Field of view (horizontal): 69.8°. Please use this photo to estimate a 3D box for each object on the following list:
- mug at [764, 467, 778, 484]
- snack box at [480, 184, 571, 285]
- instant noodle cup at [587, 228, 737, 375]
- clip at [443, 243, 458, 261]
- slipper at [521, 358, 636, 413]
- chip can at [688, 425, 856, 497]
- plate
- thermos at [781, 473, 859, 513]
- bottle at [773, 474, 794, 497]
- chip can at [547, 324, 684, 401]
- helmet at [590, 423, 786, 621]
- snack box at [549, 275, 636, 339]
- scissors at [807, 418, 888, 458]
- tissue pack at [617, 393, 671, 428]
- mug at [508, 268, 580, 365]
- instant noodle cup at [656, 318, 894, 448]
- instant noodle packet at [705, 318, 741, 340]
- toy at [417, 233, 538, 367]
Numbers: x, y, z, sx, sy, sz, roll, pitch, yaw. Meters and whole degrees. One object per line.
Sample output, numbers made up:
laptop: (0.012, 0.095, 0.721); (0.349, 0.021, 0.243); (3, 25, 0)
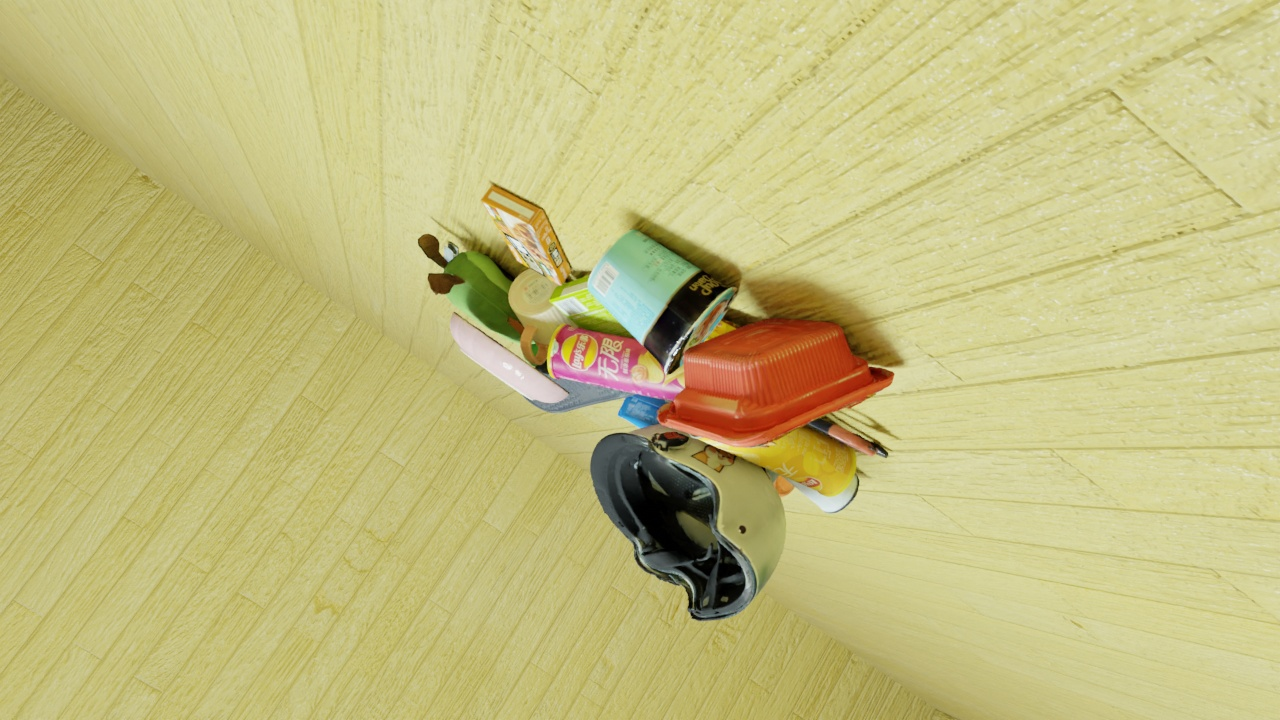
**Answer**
mug: (0.140, 0.127, 1.275); (0.124, 0.103, 0.084); (30, 167, 10)
snack box: (-0.134, -0.148, 1.101); (0.075, 0.026, 0.154); (29, 166, 18)
instant noodle cup: (0.016, -0.065, 0.908); (0.120, 0.111, 0.111); (40, 168, 10)
clip: (-0.293, -0.167, 1.421); (0.026, 0.042, 0.058); (34, 164, 2)
slipper: (-0.072, 0.003, 1.343); (0.269, 0.083, 0.110); (-21, 128, 42)
chip can: (0.159, 0.097, 1.097); (0.213, 0.072, 0.072); (25, 172, -27)
plate: (-0.185, 0.004, 1.247); (0.192, 0.039, 0.192); (35, 175, 3)
thermos: (0.187, 0.112, 1.198); (0.224, 0.073, 0.073); (39, 166, -22)
bottle: (0.174, 0.157, 1.408); (0.067, 0.066, 0.149); (43, 170, -37)
chip can: (-0.007, 0.007, 1.146); (0.211, 0.071, 0.071); (11, 160, 17)
helmet: (0.078, 0.179, 1.162); (0.274, 0.156, 0.230); (38, 140, 35)
snack box: (-0.034, -0.047, 1.175); (0.156, 0.026, 0.086); (41, 146, -28)
scissors: (0.185, 0.063, 1.053); (0.201, 0.015, 0.206); (26, 180, -39)
tissue pack: (0.038, 0.064, 1.309); (0.157, 0.095, 0.052); (19, 167, 46)
mug: (-0.129, -0.054, 1.235); (0.082, 0.114, 0.106); (15, 158, 23)
instant noodle cup: (0.117, 0.014, 0.857); (0.165, 0.188, 0.079); (9, 117, 58)
instant noodle packet: (0.087, -0.020, 1.008); (0.128, 0.044, 0.111); (25, 167, 38)
toy: (-0.220, -0.094, 1.349); (0.246, 0.090, 0.227); (35, -170, -40)
